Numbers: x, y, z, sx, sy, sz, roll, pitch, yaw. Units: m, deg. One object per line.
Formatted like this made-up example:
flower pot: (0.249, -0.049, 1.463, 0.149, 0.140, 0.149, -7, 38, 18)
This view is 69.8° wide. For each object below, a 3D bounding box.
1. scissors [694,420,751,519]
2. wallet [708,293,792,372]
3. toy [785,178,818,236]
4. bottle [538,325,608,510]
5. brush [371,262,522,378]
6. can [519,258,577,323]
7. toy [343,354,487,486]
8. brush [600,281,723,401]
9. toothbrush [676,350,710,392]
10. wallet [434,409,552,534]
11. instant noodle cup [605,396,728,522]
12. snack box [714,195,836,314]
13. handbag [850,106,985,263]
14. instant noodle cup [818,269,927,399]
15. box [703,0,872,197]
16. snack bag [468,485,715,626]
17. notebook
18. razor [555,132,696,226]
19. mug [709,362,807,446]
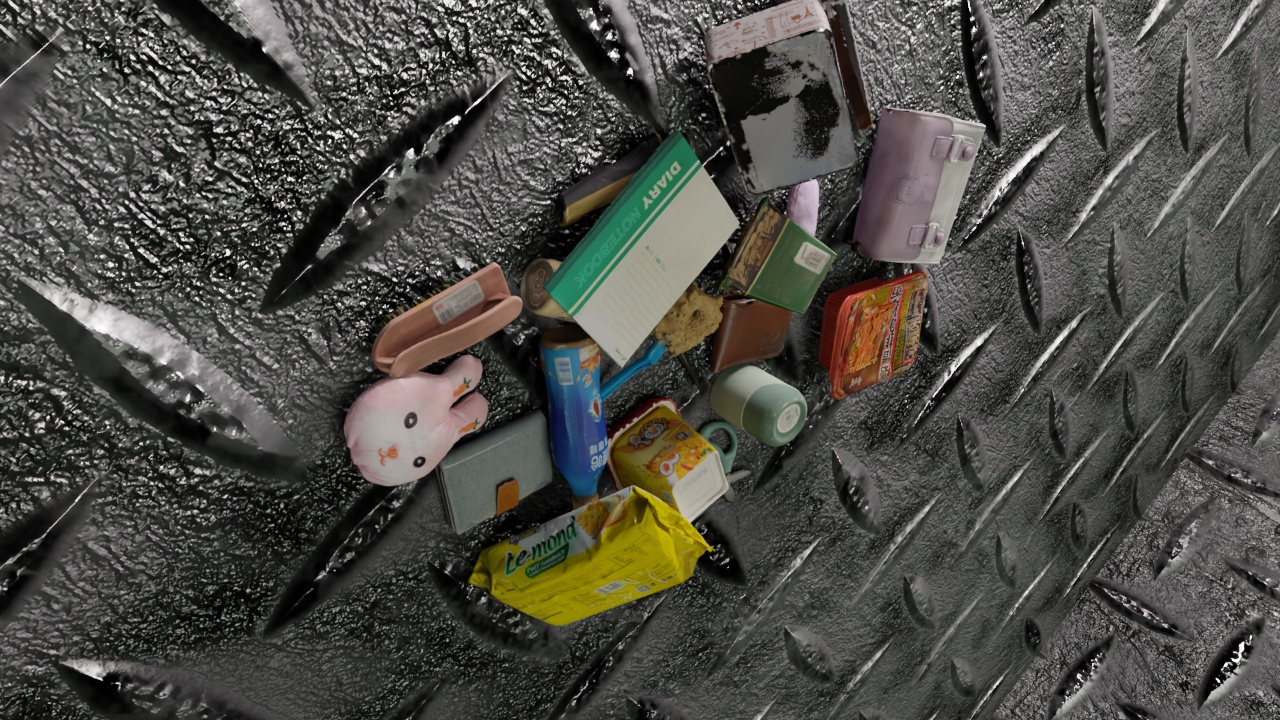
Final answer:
scissors: (0.085, 0.169, 1.262, 0.181, 0.019, 0.170, -42, 136, -17)
wallet: (0.143, -0.041, 1.184, 0.124, 0.032, 0.101, -13, 124, -36)
toy: (0.203, -0.182, 1.150, 0.083, 0.039, 0.108, -36, 132, -50)
bottle: (-0.069, 0.072, 1.014, 0.065, 0.065, 0.219, -21, 118, -32)
brush: (-0.185, -0.033, 0.864, 0.145, 0.073, 0.063, -32, 132, -22)
can: (-0.064, -0.068, 0.961, 0.116, 0.058, 0.058, 11, 106, -44)
toy: (-0.215, 0.056, 0.905, 0.159, 0.054, 0.121, -32, 134, -35)
brush: (-0.006, 0.006, 1.054, 0.255, 0.046, 0.083, -44, 139, 6)
toothbrush: (0.041, -0.026, 1.103, 0.027, 0.026, 0.213, -17, 137, 16)
wallet: (-0.156, 0.125, 1.007, 0.129, 0.037, 0.107, -26, 127, -29)
instant noodle cup: (0.034, 0.126, 1.113, 0.116, 0.124, 0.116, -37, 133, -20)
snack box: (0.161, -0.114, 1.067, 0.118, 0.105, 0.117, -63, 180, 8)
handbag: (0.368, -0.233, 1.232, 0.144, 0.098, 0.197, -4, 116, -34)
instant noodle cup: (0.321, -0.043, 1.306, 0.188, 0.079, 0.165, -20, 125, -34)
box: (0.158, -0.317, 1.007, 0.158, 0.197, 0.181, -15, 136, 15)
snack bag: (-0.053, 0.235, 1.061, 0.247, 0.068, 0.158, -26, 140, 19)
notebook: (0.007, -0.112, 0.949, 0.209, 0.012, 0.150, -51, 136, -7)
razor: (-0.015, -0.182, 0.945, 0.167, 0.062, 0.067, -30, 101, -19)
mug: (0.167, 0.058, 1.206, 0.111, 0.106, 0.082, -2, 113, -42)
